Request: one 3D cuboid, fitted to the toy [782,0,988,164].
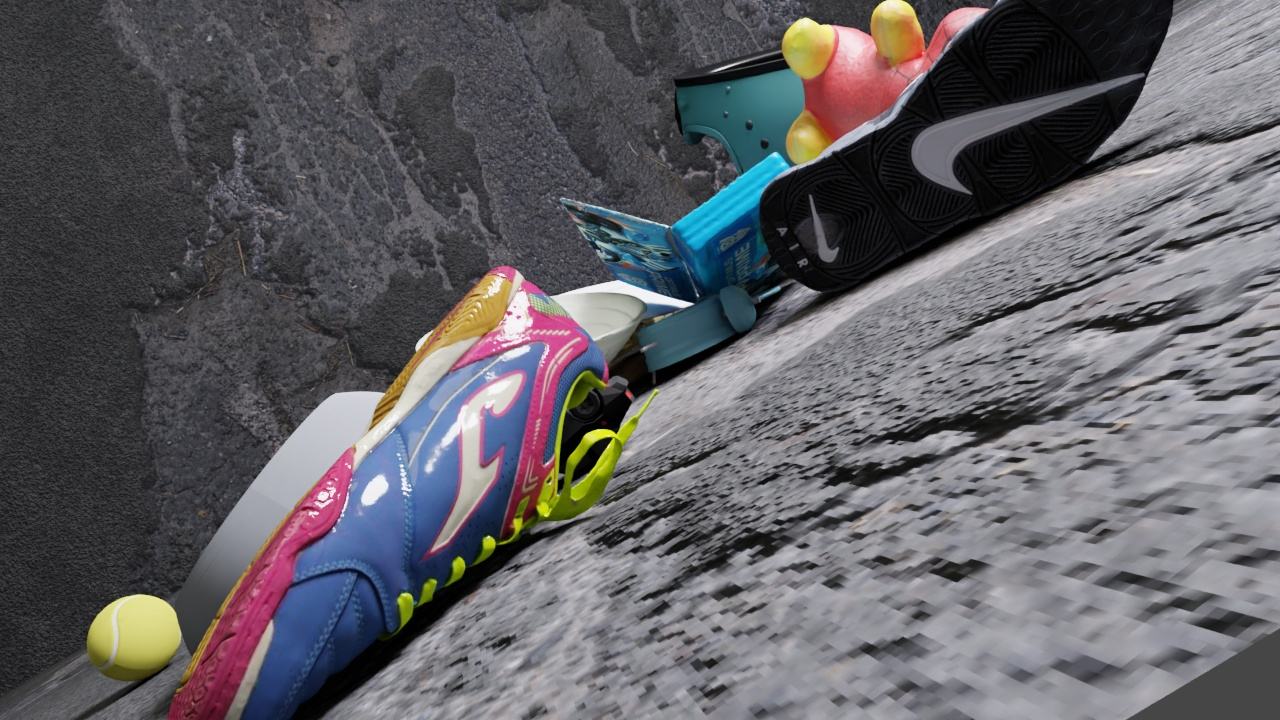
[{"bbox_3d":[0.219,-0.206,0.712,0.217,0.148,0.098,12,41,30],"label":"toy"}]

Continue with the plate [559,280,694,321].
[{"bbox_3d":[-0.042,-0.059,0.937,0.229,0.030,0.229,-12,9,2],"label":"plate"}]

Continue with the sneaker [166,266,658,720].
[{"bbox_3d":[-0.078,0.059,0.361,0.117,0.091,0.241,-34,20,46],"label":"sneaker"}]

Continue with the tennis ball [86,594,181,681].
[{"bbox_3d":[-0.397,0.218,0.722,0.065,0.065,0.065,-31,4,2],"label":"tennis ball"}]

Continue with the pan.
[{"bbox_3d":[-0.234,0.116,0.636,0.200,0.051,0.357,-58,8,-20],"label":"pan"}]

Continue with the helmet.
[{"bbox_3d":[0.146,-0.204,0.920,0.275,0.200,0.175,1,27,38],"label":"helmet"}]

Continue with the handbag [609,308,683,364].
[{"bbox_3d":[-0.056,-0.012,1.032,0.191,0.088,0.232,-14,9,17],"label":"handbag"}]

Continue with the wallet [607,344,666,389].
[{"bbox_3d":[-0.005,0.004,0.771,0.098,0.027,0.121,-34,5,-25],"label":"wallet"}]

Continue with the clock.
[{"bbox_3d":[0.052,-0.026,0.684,0.123,0.042,0.087,-26,3,-12],"label":"clock"}]

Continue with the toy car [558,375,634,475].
[{"bbox_3d":[-0.040,0.043,0.480,0.091,0.036,0.042,-41,6,-1],"label":"toy car"}]

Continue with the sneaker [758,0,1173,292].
[{"bbox_3d":[0.200,-0.143,0.565,0.253,0.097,0.150,-35,4,34],"label":"sneaker"}]

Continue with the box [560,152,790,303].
[{"bbox_3d":[0.044,-0.079,0.734,0.171,0.070,0.243,-9,-10,7],"label":"box"}]

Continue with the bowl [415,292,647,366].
[{"bbox_3d":[-0.078,-0.002,0.702,0.177,0.058,0.176,-9,17,3],"label":"bowl"}]
